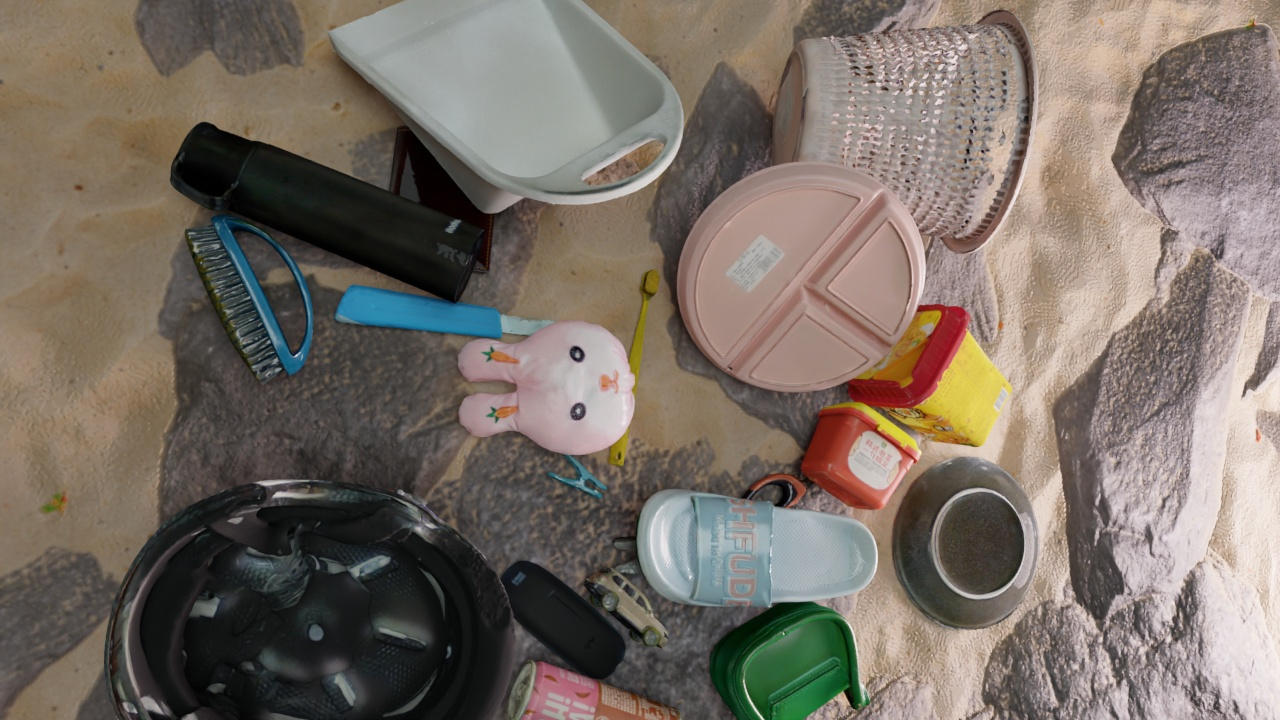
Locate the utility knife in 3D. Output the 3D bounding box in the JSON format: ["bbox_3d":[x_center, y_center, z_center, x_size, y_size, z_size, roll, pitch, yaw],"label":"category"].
[{"bbox_3d":[-0.159,-0.037,0.821,0.216,0.018,0.034,8,93,-16],"label":"utility knife"}]

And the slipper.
[{"bbox_3d":[0.113,0.177,0.835,0.245,0.074,0.104,7,84,-17],"label":"slipper"}]

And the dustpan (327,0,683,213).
[{"bbox_3d":[-0.092,-0.241,0.789,0.222,0.143,0.258,-37,98,-27],"label":"dustpan"}]

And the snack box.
[{"bbox_3d":[0.209,0.094,0.884,0.091,0.082,0.080,35,74,-12],"label":"snack box"}]

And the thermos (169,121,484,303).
[{"bbox_3d":[-0.257,-0.116,0.756,0.242,0.069,0.089,21,38,-6],"label":"thermos"}]

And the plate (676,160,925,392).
[{"bbox_3d":[0.148,-0.067,0.844,0.229,0.028,0.230,1,117,2],"label":"plate"}]

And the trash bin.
[{"bbox_3d":[0.233,-0.221,0.875,0.192,0.227,0.227,4,82,-4],"label":"trash bin"}]

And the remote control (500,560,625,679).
[{"bbox_3d":[-0.068,0.232,0.816,0.136,0.024,0.053,42,73,-9],"label":"remote control"}]

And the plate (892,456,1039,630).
[{"bbox_3d":[0.344,0.189,0.946,0.179,0.024,0.179,2,83,-17],"label":"plate"}]

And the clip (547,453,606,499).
[{"bbox_3d":[-0.056,0.108,0.839,0.055,0.013,0.038,35,75,-8],"label":"clip"}]

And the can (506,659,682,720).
[{"bbox_3d":[-0.039,0.310,0.798,0.147,0.058,0.057,24,77,-13],"label":"can"}]

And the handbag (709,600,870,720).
[{"bbox_3d":[0.140,0.292,0.849,0.131,0.068,0.120,-27,93,-18],"label":"handbag"}]

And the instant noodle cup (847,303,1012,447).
[{"bbox_3d":[0.290,0.020,0.910,0.123,0.116,0.116,38,75,-22],"label":"instant noodle cup"}]

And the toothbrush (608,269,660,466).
[{"bbox_3d":[-0.005,0.005,0.864,0.015,0.017,0.190,13,80,-15],"label":"toothbrush"}]

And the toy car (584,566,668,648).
[{"bbox_3d":[-0.010,0.224,0.825,0.090,0.042,0.035,46,72,-8],"label":"toy car"}]

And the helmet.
[{"bbox_3d":[-0.248,0.204,0.696,0.273,0.157,0.229,18,77,-25],"label":"helmet"}]

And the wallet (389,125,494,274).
[{"bbox_3d":[-0.178,-0.144,0.829,0.096,0.020,0.122,7,84,-16],"label":"wallet"}]

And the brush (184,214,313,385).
[{"bbox_3d":[-0.314,-0.056,0.757,0.073,0.055,0.144,-27,92,-18],"label":"brush"}]

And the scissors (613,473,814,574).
[{"bbox_3d":[0.081,0.160,0.875,0.202,0.015,0.204,36,76,-11],"label":"scissors"}]

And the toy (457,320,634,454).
[{"bbox_3d":[-0.083,0.026,0.822,0.159,0.054,0.121,-3,87,-10],"label":"toy"}]
